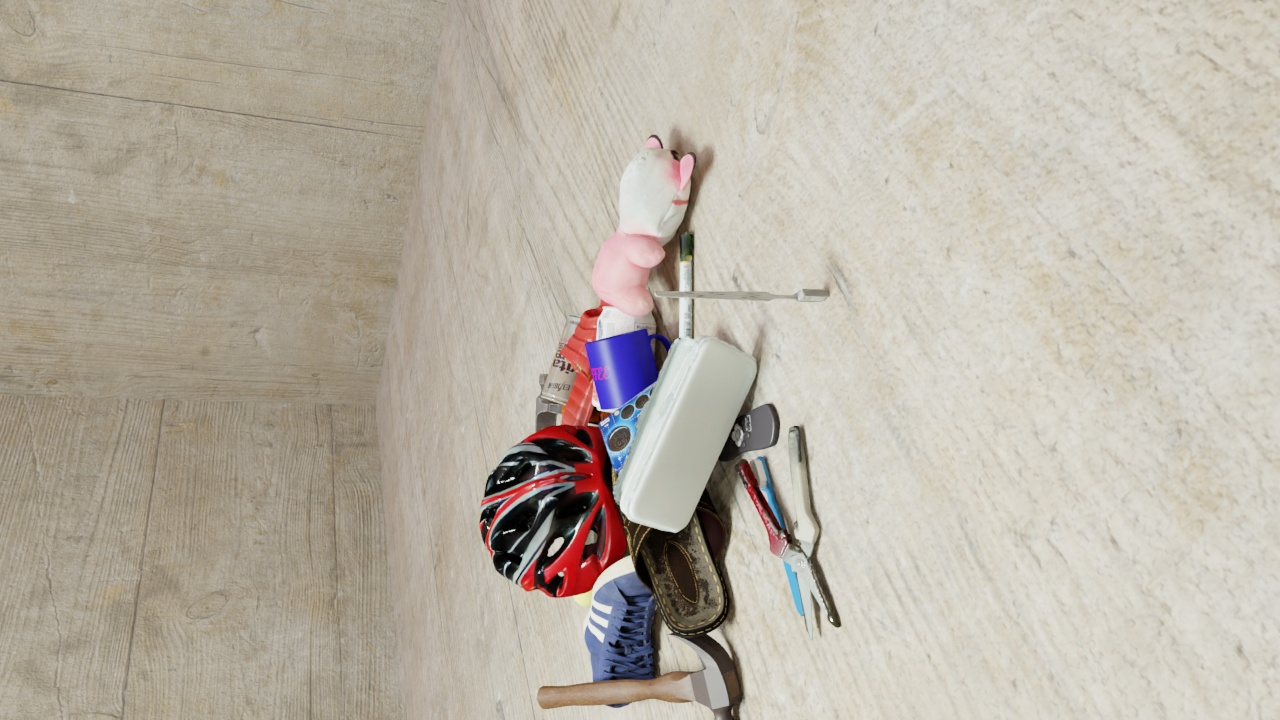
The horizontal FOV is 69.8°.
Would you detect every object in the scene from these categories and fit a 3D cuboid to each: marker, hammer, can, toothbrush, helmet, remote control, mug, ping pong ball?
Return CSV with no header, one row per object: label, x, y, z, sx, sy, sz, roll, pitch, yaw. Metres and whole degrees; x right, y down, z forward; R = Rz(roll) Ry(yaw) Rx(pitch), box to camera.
marker,0.055,-0.083,1.119,0.017,0.017,0.146,168,104,-66
hammer,-0.105,0.093,1.448,0.315,0.035,0.137,-179,93,-66
hammer,-0.014,0.384,1.072,0.324,0.033,0.115,-24,75,42
can,-0.021,-0.001,1.209,0.078,0.078,0.136,-172,85,-67
toothbrush,0.094,-0.060,0.820,0.010,0.181,0.010,-45,53,54
helmet,-0.120,0.198,1.198,0.273,0.166,0.217,-47,48,50
remote control,0.111,0.078,0.979,0.125,0.009,0.046,148,122,-62
toothbrush,0.135,0.171,0.909,0.016,0.014,0.166,123,142,-50
mug,-0.007,0.007,1.136,0.079,0.111,0.083,-7,98,64
can,-0.105,0.000,1.393,0.054,0.054,0.135,6,76,67
ping pong ball,-0.080,0.342,1.353,0.040,0.040,0.040,-178,90,-67

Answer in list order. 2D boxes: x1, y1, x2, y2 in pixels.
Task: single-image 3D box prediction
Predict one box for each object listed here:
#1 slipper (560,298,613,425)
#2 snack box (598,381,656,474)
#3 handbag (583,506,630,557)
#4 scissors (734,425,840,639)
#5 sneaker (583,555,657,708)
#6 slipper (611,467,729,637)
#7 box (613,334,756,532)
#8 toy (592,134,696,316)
slipper,-0.083,0.000,1.315,0.103,0.059,0.249,-140,67,-69
snack box,0.025,0.065,1.057,0.150,0.027,0.082,-37,41,12
handbag,-0.067,0.196,1.345,0.198,0.062,0.175,149,121,-72
scissors,0.142,0.155,0.879,0.187,0.015,0.179,24,102,51
sneaker,-0.016,0.348,1.141,0.234,0.091,0.118,117,151,-45
slipper,0.032,0.177,1.038,0.076,0.113,0.267,71,-178,-58
box,0.028,0.070,0.993,0.125,0.106,0.215,25,89,55
toy,0.003,-0.170,1.145,0.142,0.084,0.213,-120,49,-65
